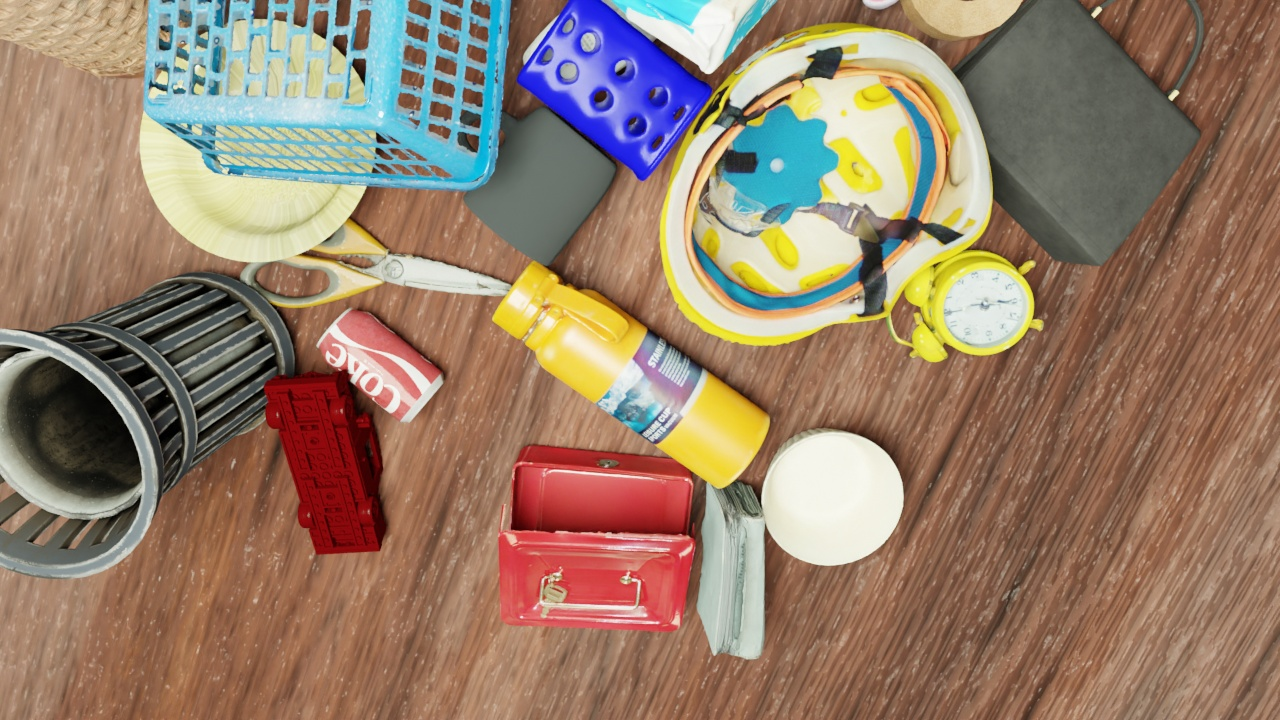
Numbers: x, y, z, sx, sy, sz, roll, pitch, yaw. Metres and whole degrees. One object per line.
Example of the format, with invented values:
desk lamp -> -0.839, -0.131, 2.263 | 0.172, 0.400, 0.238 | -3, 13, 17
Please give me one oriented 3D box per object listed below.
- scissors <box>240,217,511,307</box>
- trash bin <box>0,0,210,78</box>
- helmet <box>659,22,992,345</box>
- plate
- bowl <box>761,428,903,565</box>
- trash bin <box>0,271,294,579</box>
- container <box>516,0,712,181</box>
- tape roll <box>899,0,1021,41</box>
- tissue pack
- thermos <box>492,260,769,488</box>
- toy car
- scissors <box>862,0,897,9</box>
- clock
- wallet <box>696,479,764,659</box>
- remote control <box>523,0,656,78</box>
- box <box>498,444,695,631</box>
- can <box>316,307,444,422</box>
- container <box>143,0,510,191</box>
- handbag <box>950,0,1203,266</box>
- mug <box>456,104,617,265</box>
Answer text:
scissors -> -0.216, -0.089, 0.753 | 0.229, 0.016, 0.114 | 5, 103, 0
trash bin -> -0.405, -0.274, 0.614 | 0.151, 0.210, 0.151 | 0, 103, 1
helmet -> 0.119, -0.136, 0.679 | 0.240, 0.139, 0.209 | -36, 117, 17
plate -> -0.292, -0.167, 0.717 | 0.184, 0.036, 0.184 | 0, 90, 4
bowl -> 0.156, 0.107, 0.773 | 0.115, 0.062, 0.115 | 0, 103, 0
trash bin -> -0.365, 0.026, 0.666 | 0.164, 0.227, 0.164 | 2, 108, 4
container -> -0.021, -0.201, 0.665 | 0.113, 0.085, 0.084 | 35, 103, -15
tape roll -> 0.246, -0.294, 0.699 | 0.094, 0.027, 0.094 | 0, 103, 0
tissue pack -> 0.056, -0.295, 0.636 | 0.117, 0.066, 0.208 | 38, 61, 1
thermos -> -0.004, 0.004, 0.740 | 0.232, 0.076, 0.092 | 36, 126, -7
toy car -> -0.254, 0.079, 0.759 | 0.070, 0.061, 0.170 | -3, 121, 1
scissors -> 0.168, -0.355, 0.687 | 0.101, 0.016, 0.178 | 12, 95, 20
clock -> 0.259, -0.043, 0.742 | 0.119, 0.057, 0.083 | -10, 102, 11
wallet -> 0.078, 0.172, 0.772 | 0.054, 0.100, 0.132 | -4, 104, -7
remote control -> -0.037, -0.248, 0.710 | 0.114, 0.028, 0.060 | -35, 102, 8
box -> -0.037, 0.149, 0.777 | 0.157, 0.126, 0.137 | 5, 123, -4
can -> -0.214, 0.003, 0.756 | 0.096, 0.054, 0.054 | 40, 100, -8
container -> -0.211, -0.303, 0.599 | 0.257, 0.089, 0.362 | 8, 95, 22
handbag -> 0.346, -0.206, 0.702 | 0.176, 0.072, 0.196 | 42, 96, -8
mug -> -0.089, -0.147, 0.703 | 0.121, 0.085, 0.094 | 38, 100, -13
